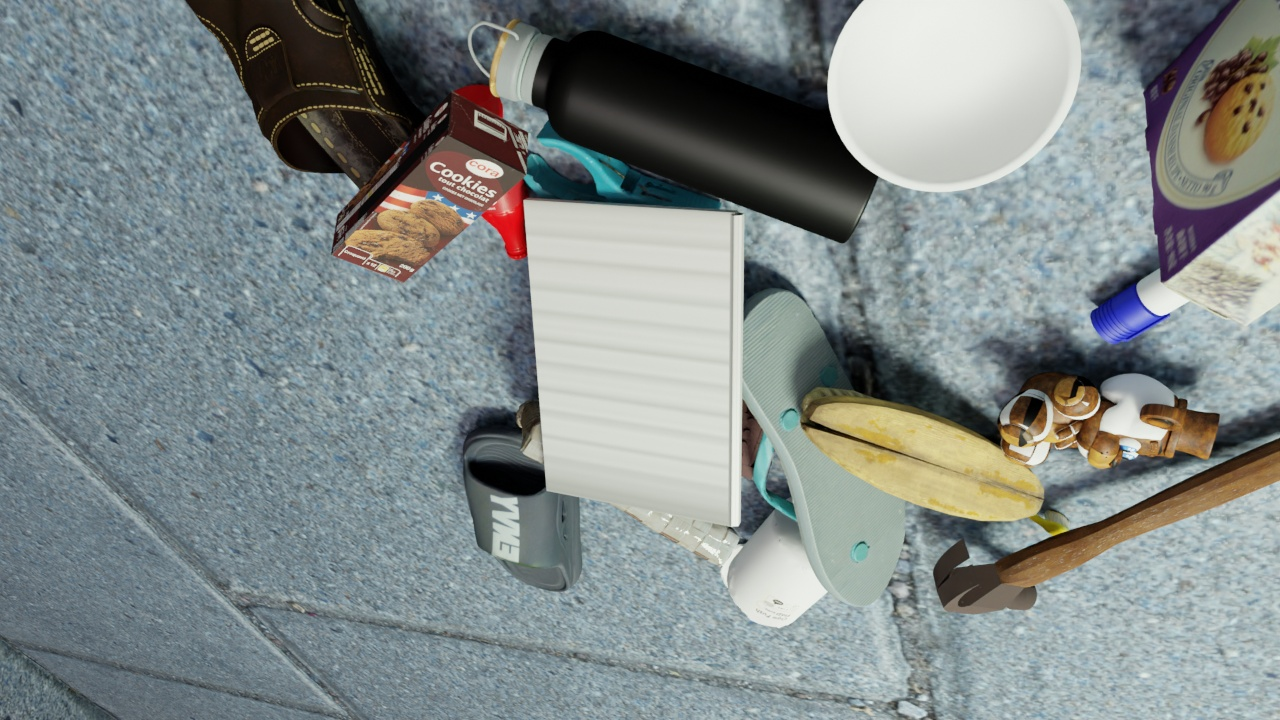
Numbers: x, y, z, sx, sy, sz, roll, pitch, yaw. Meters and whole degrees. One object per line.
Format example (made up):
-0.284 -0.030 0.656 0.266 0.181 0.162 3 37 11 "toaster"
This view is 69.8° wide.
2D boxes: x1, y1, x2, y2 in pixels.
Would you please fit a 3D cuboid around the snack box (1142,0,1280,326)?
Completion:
0.262 -0.109 0.342 0.040 0.143 0.148 27 140 -4 "snack box"

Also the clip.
-0.022 -0.096 0.586 0.127 0.028 0.114 36 137 -16 "clip"

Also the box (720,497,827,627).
0.117 0.182 0.785 0.083 0.092 0.166 24 132 -7 "box"

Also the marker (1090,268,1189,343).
0.301 -0.051 0.481 0.027 0.023 0.133 14 145 -23 "marker"

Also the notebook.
-0.004 0.003 0.592 0.143 0.009 0.210 8 114 22 "notebook"

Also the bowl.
0.146 -0.140 0.438 0.110 0.040 0.110 8 127 10 "bowl"

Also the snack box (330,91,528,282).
-0.130 -0.099 0.552 0.051 0.031 0.141 21 144 -36 "snack box"

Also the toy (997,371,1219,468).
0.282 0.038 0.557 0.113 0.067 0.087 15 166 29 "toy"

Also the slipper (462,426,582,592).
-0.118 0.163 0.871 0.111 0.083 0.269 13 140 15 "slipper"

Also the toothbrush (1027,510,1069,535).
0.256 0.093 0.669 0.135 0.016 0.021 29 142 -4 "toothbrush"

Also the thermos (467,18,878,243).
0.014 -0.132 0.498 0.231 0.061 0.061 21 140 3 "thermos"

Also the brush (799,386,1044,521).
0.190 0.064 0.615 0.195 0.043 0.059 20 100 -19 "brush"

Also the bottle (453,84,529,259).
-0.093 -0.115 0.587 0.036 0.036 0.119 6 137 19 "bottle"

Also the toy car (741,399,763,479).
0.013 0.034 0.664 0.170 0.061 0.070 19 103 6 "toy car"

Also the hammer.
0.332 0.100 0.598 0.115 0.033 0.324 16 140 -33 "hammer"

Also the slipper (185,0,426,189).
-0.199 -0.172 0.545 0.113 0.075 0.268 -7 131 30 "slipper"

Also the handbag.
-0.013 0.088 0.728 0.186 0.047 0.124 32 -179 -11 "handbag"

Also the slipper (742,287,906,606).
0.124 0.061 0.654 0.055 0.098 0.269 21 143 55 "slipper"
